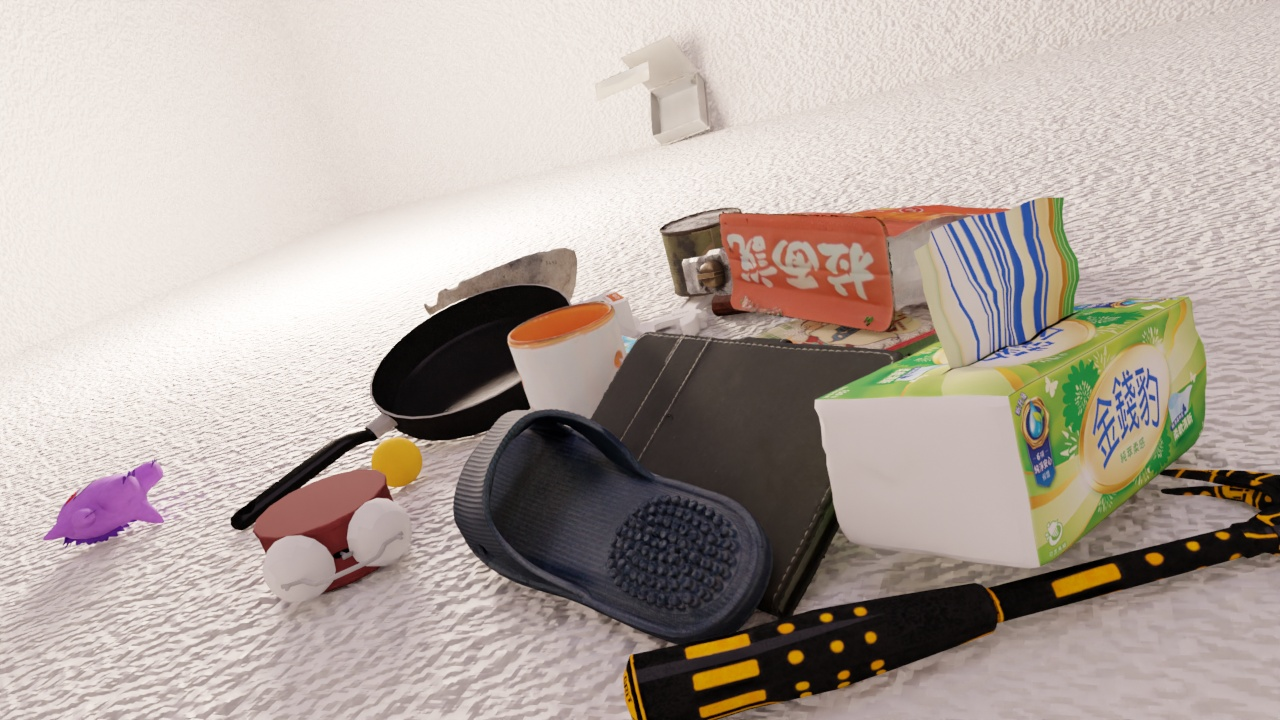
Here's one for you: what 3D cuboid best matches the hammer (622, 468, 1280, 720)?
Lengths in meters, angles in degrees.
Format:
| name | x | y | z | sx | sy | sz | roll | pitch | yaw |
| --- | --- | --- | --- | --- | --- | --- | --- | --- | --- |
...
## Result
| name | x | y | z | sx | sy | sz | roll | pitch | yaw |
| --- | --- | --- | --- | --- | --- | --- | --- | --- | --- |
| hammer | 0.149 | 0.104 | 0.394 | 0.320 | 0.036 | 0.123 | -14 | 15 | 0 |

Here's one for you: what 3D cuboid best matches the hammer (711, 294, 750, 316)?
| name | x | y | z | sx | sy | sz | roll | pitch | yaw |
| --- | --- | --- | --- | --- | --- | --- | --- | --- | --- |
| hammer | 0.200 | -0.064 | 0.853 | 0.301 | 0.028 | 0.110 | -3 | 21 | 36 |

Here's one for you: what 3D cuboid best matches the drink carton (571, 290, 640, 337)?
| name | x | y | z | sx | sy | sz | roll | pitch | yaw |
| --- | --- | --- | --- | --- | --- | --- | --- | --- | --- |
| drink carton | -0.065 | -0.034 | 0.969 | 0.122 | 0.040 | 0.058 | -20 | 18 | -11 |

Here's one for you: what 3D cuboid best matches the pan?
| name | x | y | z | sx | sy | sz | roll | pitch | yaw |
| --- | --- | --- | --- | --- | --- | --- | --- | --- | --- |
| pan | -0.205 | 0.043 | 0.832 | 0.354 | 0.044 | 0.204 | -41 | 37 | -26 |

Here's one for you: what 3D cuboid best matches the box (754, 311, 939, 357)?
| name | x | y | z | sx | sy | sz | roll | pitch | yaw |
| --- | --- | --- | --- | --- | --- | --- | --- | --- | --- |
| box | 0.108 | 0.015 | 0.665 | 0.205 | 0.050 | 0.118 | -22 | 18 | -14 |

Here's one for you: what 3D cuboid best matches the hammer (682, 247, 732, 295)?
| name | x | y | z | sx | sy | sz | roll | pitch | yaw |
| --- | --- | --- | --- | --- | --- | --- | --- | --- | --- |
| hammer | 0.195 | -0.118 | 0.943 | 0.318 | 0.049 | 0.122 | -16 | 8 | -27 |

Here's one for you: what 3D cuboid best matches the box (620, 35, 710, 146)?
| name | x | y | z | sx | sy | sz | roll | pitch | yaw |
| --- | --- | --- | --- | --- | --- | --- | --- | --- | --- |
| box | 0.048 | -0.885 | 2.611 | 0.167 | 0.513 | 0.172 | -14 | 20 | 28 |

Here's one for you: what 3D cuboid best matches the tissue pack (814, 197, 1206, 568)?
| name | x | y | z | sx | sy | sz | roll | pitch | yaw |
| --- | --- | --- | --- | --- | --- | --- | --- | --- | --- |
| tissue pack | 0.183 | -0.004 | 0.452 | 0.120 | 0.141 | 0.197 | -6 | 11 | 45 |

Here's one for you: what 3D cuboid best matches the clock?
| name | x | y | z | sx | sy | sz | roll | pitch | yaw |
| --- | --- | --- | --- | --- | --- | --- | --- | --- | --- |
| clock | -0.208 | 0.119 | 0.624 | 0.096 | 0.048 | 0.138 | -23 | 19 | -20 |

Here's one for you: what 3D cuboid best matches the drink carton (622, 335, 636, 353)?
| name | x | y | z | sx | sy | sz | roll | pitch | yaw |
| --- | --- | --- | --- | --- | --- | --- | --- | --- | --- |
| drink carton | -0.005 | 0.005 | 0.800 | 0.038 | 0.044 | 0.129 | -24 | 18 | -22 |

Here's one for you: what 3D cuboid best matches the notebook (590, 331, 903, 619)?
| name | x | y | z | sx | sy | sz | roll | pitch | yaw |
| --- | --- | --- | --- | --- | --- | --- | --- | --- | --- |
| notebook | 0.039 | 0.052 | 0.546 | 0.209 | 0.029 | 0.169 | 8 | 57 | 45 |

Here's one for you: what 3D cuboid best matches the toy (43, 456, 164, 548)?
| name | x | y | z | sx | sy | sz | roll | pitch | yaw |
| --- | --- | --- | --- | --- | --- | --- | --- | --- | --- |
| toy | -0.468 | 0.131 | 0.805 | 0.088 | 0.056 | 0.106 | -21 | 8 | -5 |

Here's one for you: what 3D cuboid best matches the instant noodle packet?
| name | x | y | z | sx | sy | sz | roll | pitch | yaw |
| --- | --- | --- | --- | --- | --- | --- | --- | --- | --- |
| instant noodle packet | 0.199 | -0.103 | 0.741 | 0.220 | 0.084 | 0.165 | -23 | 22 | -34 |

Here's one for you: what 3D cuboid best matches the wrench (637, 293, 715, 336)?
| name | x | y | z | sx | sy | sz | roll | pitch | yaw |
| --- | --- | --- | --- | --- | --- | --- | --- | --- | --- |
| wrench | 0.068 | -0.071 | 1.006 | 0.066 | 0.018 | 0.272 | -8 | 19 | 25 |

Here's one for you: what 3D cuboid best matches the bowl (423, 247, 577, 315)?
| name | x | y | z | sx | sy | sz | roll | pitch | yaw |
| --- | --- | --- | --- | --- | --- | --- | --- | --- | --- |
| bowl | -0.145 | -0.060 | 1.040 | 0.178 | 0.081 | 0.178 | -22 | 2 | 1 |

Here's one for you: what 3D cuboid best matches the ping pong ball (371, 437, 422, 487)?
| name | x | y | z | sx | sy | sz | roll | pitch | yaw |
| --- | --- | --- | --- | --- | --- | --- | --- | --- | --- |
| ping pong ball | -0.196 | 0.082 | 0.737 | 0.040 | 0.040 | 0.040 | -14 | 18 | 5 |

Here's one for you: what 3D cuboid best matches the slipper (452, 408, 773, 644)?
| name | x | y | z | sx | sy | sz | roll | pitch | yaw |
| --- | --- | --- | --- | --- | --- | --- | --- | --- | --- |
| slipper | -0.046 | 0.078 | 0.510 | 0.264 | 0.082 | 0.101 | 14 | 66 | 50 |

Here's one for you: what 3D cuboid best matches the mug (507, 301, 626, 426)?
| name | x | y | z | sx | sy | sz | roll | pitch | yaw |
| --- | --- | --- | --- | --- | --- | --- | --- | --- | --- |
| mug | -0.045 | 0.018 | 0.692 | 0.082 | 0.105 | 0.082 | -15 | 18 | 5 |

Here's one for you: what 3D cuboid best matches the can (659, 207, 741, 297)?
| name | x | y | z | sx | sy | sz | roll | pitch | yaw |
| --- | --- | --- | --- | --- | --- | --- | --- | --- | --- |
| can | 0.072 | -0.116 | 0.990 | 0.090 | 0.074 | 0.089 | -14 | 18 | 4 |
